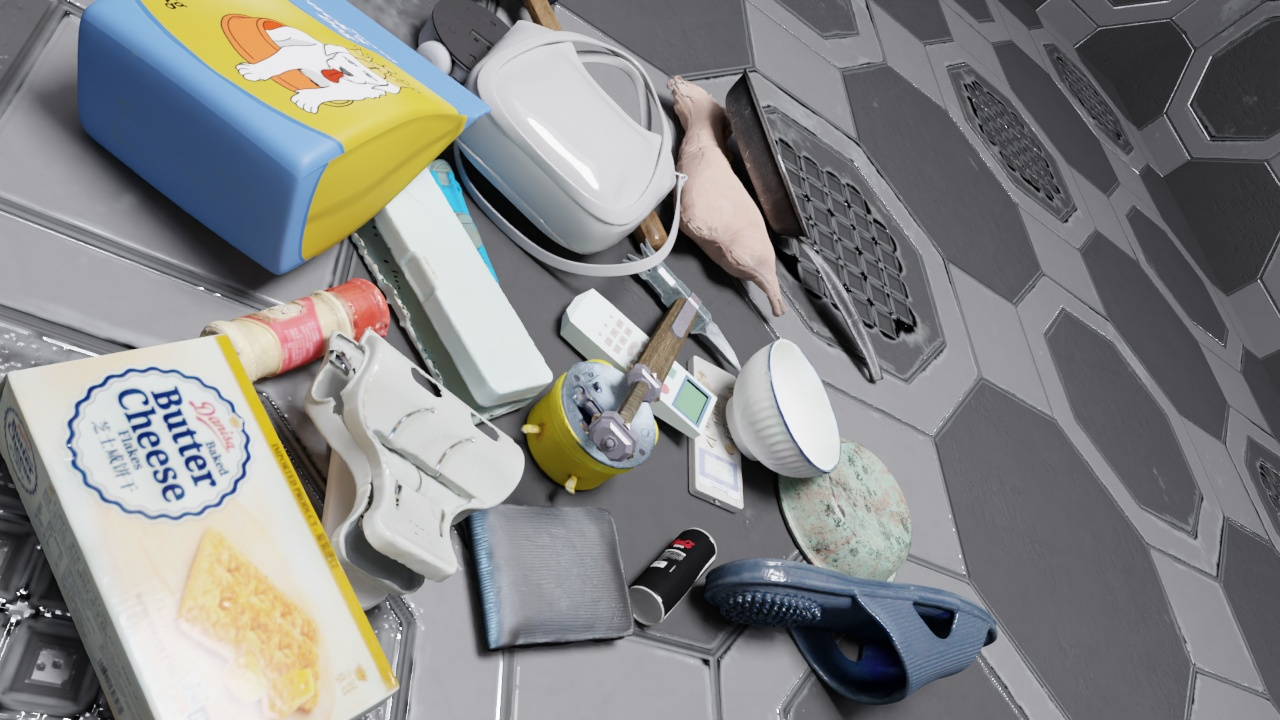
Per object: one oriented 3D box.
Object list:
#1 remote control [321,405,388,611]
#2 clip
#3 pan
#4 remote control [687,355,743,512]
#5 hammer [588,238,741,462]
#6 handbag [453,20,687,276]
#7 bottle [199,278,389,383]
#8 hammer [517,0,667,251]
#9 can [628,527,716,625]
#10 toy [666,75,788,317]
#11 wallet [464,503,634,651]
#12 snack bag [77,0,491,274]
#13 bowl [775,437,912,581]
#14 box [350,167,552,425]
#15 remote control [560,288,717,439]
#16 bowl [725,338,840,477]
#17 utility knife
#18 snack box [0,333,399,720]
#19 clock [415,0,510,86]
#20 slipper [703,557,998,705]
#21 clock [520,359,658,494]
[{"bbox_3d":[-0.160,0.078,0.533,0.043,0.013,0.136,21,48,-32],"label":"remote control"},{"bbox_3d":[-0.119,0.051,0.510,0.126,0.097,0.152,43,15,-35],"label":"clip"},{"bbox_3d":[0.171,-0.135,0.968,0.187,0.055,0.357,-51,119,-75],"label":"pan"},{"bbox_3d":[0.062,0.059,0.768,0.050,0.011,0.135,27,45,-28],"label":"remote control"},{"bbox_3d":[0.015,0.002,0.682,0.147,0.028,0.316,48,21,-6],"label":"hammer"},{"bbox_3d":[-0.042,-0.191,0.778,0.216,0.096,0.221,44,44,-12],"label":"handbag"},{"bbox_3d":[-0.202,-0.017,0.543,0.044,0.044,0.108,56,39,5],"label":"bottle"},{"bbox_3d":[-0.053,-0.244,0.862,0.321,0.040,0.129,64,19,9],"label":"hammer"},{"bbox_3d":[0.023,0.150,0.642,0.031,0.032,0.080,53,39,2],"label":"can"},{"bbox_3d":[0.086,-0.179,0.950,0.196,0.065,0.263,45,30,-26],"label":"toy"},{"bbox_3d":[-0.054,0.136,0.583,0.114,0.026,0.089,8,57,-41],"label":"wallet"},{"bbox_3d":[-0.210,-0.169,0.579,0.159,0.103,0.204,37,43,2],"label":"snack bag"},{"bbox_3d":[0.190,0.129,0.817,0.157,0.039,0.157,25,46,-29],"label":"bowl"},{"bbox_3d":[-0.135,-0.053,0.635,0.082,0.066,0.199,-26,77,-35],"label":"box"},{"bbox_3d":[-0.004,0.004,0.735,0.143,0.024,0.049,41,40,-10],"label":"remote control"},{"bbox_3d":[0.113,0.047,0.772,0.118,0.062,0.117,38,39,-40],"label":"bowl"},{"bbox_3d":[-0.125,-0.081,0.691,0.031,0.015,0.178,-11,71,-43],"label":"utility knife"},{"bbox_3d":[-0.211,0.094,0.437,0.104,0.058,0.208,-18,75,-49],"label":"snack box"},{"bbox_3d":[-0.148,-0.259,0.791,0.094,0.035,0.122,34,43,-21],"label":"clock"},{"bbox_3d":[0.161,0.213,0.687,0.263,0.101,0.082,19,56,-26],"label":"slipper"},{"bbox_3d":[-0.029,0.042,0.655,0.083,0.057,0.118,52,39,2],"label":"clock"}]
